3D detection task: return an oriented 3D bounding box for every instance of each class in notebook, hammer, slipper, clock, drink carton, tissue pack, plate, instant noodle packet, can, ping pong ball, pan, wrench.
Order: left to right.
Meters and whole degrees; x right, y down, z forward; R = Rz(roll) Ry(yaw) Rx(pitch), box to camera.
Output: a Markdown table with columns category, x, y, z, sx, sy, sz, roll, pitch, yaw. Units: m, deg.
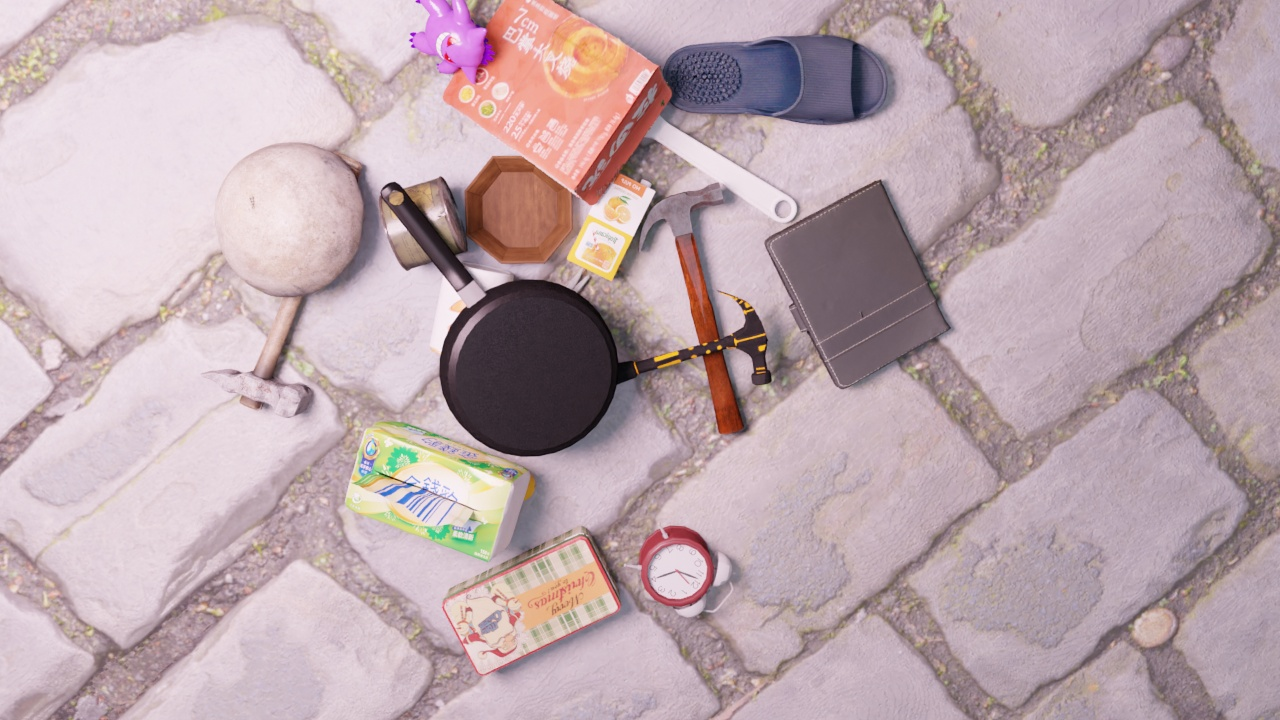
| category | x | y | z | sx | sy | sz | roll | pitch | yaw |
| --- | --- | --- | --- | --- | --- | --- | --- | --- | --- |
| hammer | -0.402 | -0.090 | 1.071 | 0.121 | 0.049 | 0.319 | 24 | 96 | -2 |
| can | -0.247 | -0.155 | 1.043 | 0.074 | 0.090 | 0.090 | -17 | 101 | 0 |
| tissue pack | -0.244 | 0.153 | 1.053 | 0.198 | 0.141 | 0.120 | 13 | 98 | 9 |
| pan | -0.165 | -0.046 | 1.013 | 0.204 | 0.044 | 0.356 | -38 | 110 | -5 |
| ping pong ball | -0.150 | 0.154 | 1.130 | 0.040 | 0.040 | 0.040 | -1 | 100 | -3 |
| plate | -0.143 | -0.177 | 1.078 | 0.131 | 0.025 | 0.131 | -1 | 100 | -4 |
| instant noodle packet | -0.101 | -0.304 | 1.024 | 0.221 | 0.084 | 0.164 | 36 | 96 | 11 |
| drink carton | -0.034 | -0.163 | 1.080 | 0.058 | 0.040 | 0.122 | 26 | 98 | -8 |
| hammer | -0.006 | 0.007 | 1.098 | 0.321 | 0.036 | 0.123 | -15 | 103 | 5 |
| clock | 0.054 | 0.266 | 1.158 | 0.137 | 0.048 | 0.096 | 38 | 96 | -8 |
| wrench | 0.070 | -0.243 | 1.084 | 0.273 | 0.018 | 0.066 | 31 | 97 | -9 |
| hammer | 0.076 | -0.053 | 1.109 | 0.111 | 0.028 | 0.301 | -14 | 103 | 6 |
| slipper | 0.158 | -0.325 | 1.042 | 0.263 | 0.082 | 0.101 | 0 | 98 | -3 |
| notebook | 0.263 | -0.089 | 1.118 | 0.169 | 0.029 | 0.209 | -28 | 97 | 0 |

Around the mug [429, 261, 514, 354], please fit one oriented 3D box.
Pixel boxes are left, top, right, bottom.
| category | x | y | z | sx | sy | sz | roll | pitch | yaw |
| --- | --- | --- | --- | --- | --- | --- | --- | --- | --- |
| mug | -0.196 | -0.057 | 1.068 | 0.082 | 0.082 | 0.105 | 11 | 99 | -5 |

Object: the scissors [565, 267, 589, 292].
| category | x | y | z | sx | sy | sz | roll | pitch | yaw |
| --- | --- | --- | --- | --- | --- | --- | --- | --- | --- |
| scissors | -0.119 | -0.048 | 1.107 | 0.144 | 0.019 | 0.126 | -9 | 100 | -4 |

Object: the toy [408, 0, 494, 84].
| category | x | y | z | sx | sy | sz | roll | pitch | yaw |
| --- | --- | --- | --- | --- | --- | --- | --- | --- | --- |
| toy | -0.205 | -0.360 | 1.019 | 0.088 | 0.055 | 0.106 | 45 | 140 | 14 |

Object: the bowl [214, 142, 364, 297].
| category | x | y | z | sx | sy | sz | roll | pitch | yaw |
| --- | --- | --- | --- | --- | --- | --- | --- | --- | --- |
| bowl | -0.402 | -0.161 | 1.010 | 0.178 | 0.081 | 0.178 | 0 | 89 | 13 |

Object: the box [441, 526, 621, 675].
| category | x | y | z | sx | sy | sz | roll | pitch | yaw |
| --- | --- | --- | --- | --- | --- | --- | --- | --- | --- |
| box | -0.136 | 0.301 | 1.154 | 0.205 | 0.050 | 0.118 | -24 | 102 | 0 |
